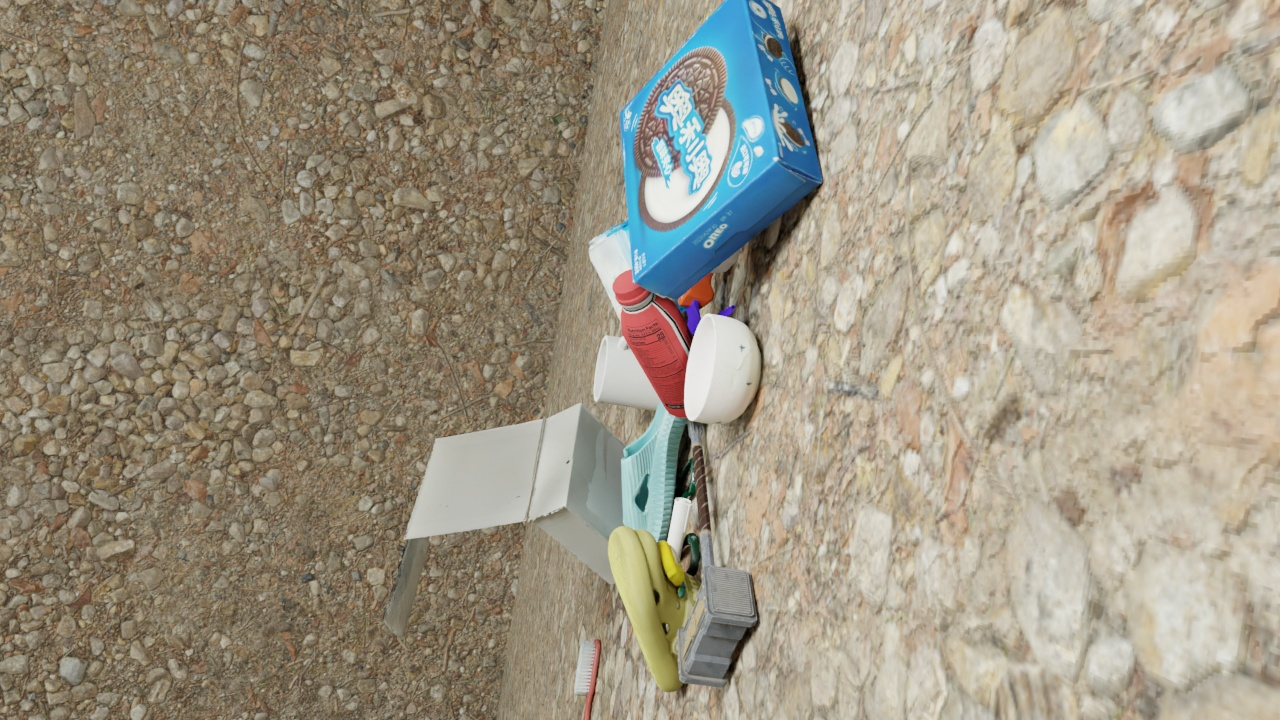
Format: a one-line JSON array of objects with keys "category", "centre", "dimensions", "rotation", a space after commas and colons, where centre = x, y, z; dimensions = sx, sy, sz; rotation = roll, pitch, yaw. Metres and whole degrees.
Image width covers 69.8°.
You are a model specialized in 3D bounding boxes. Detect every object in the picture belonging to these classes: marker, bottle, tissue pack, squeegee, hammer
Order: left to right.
[{"category": "tissue pack", "centre": [0.000, -0.108, 1.168], "dimensions": [0.144, 0.093, 0.061], "rotation": [64, -162, 7]}, {"category": "bottle", "centre": [0.022, -0.018, 0.934], "dimensions": [0.062, 0.062, 0.177], "rotation": [-93, -21, -48]}, {"category": "marker", "centre": [0.035, 0.210, 0.970], "dimensions": [0.020, 0.017, 0.133], "rotation": [19, 104, 40]}, {"category": "hammer", "centre": [0.062, 0.151, 0.896], "dimensions": [0.321, 0.044, 0.099], "rotation": [-91, 14, -54]}, {"category": "squeegee", "centre": [0.072, -0.116, 1.012], "dimensions": [0.250, 0.055, 0.184], "rotation": [152, 136, -75]}]

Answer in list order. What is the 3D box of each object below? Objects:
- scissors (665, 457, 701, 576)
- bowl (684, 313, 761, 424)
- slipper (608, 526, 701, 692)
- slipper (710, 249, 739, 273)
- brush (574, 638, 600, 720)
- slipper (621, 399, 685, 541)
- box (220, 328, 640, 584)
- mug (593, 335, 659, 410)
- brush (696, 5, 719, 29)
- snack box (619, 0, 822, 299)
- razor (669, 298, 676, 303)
[{"category": "scissors", "centre": [0.037, 0.222, 1.030], "dimensions": [0.154, 0.015, 0.210], "rotation": [-97, 19, -52]}, {"category": "bowl", "centre": [0.080, 0.011, 0.866], "dimensions": [0.105, 0.054, 0.105], "rotation": [-171, 91, -81]}, {"category": "slipper", "centre": [0.026, 0.245, 0.913], "dimensions": [0.091, 0.081, 0.191], "rotation": [-120, 13, -64]}, {"category": "slipper", "centre": [0.088, -0.202, 0.940], "dimensions": [0.112, 0.074, 0.246], "rotation": [145, 136, -62]}, {"category": "brush", "centre": [-0.088, 0.519, 1.423], "dimensions": [0.041, 0.030, 0.172], "rotation": [158, 119, -79]}, {"category": "slipper", "centre": [0.013, 0.108, 1.067], "dimensions": [0.116, 0.069, 0.276], "rotation": [165, 118, -88]}, {"category": "box", "centre": [-0.215, 0.121, 1.101], "dimensions": [0.166, 0.506, 0.149], "rotation": [-84, 13, -47]}, {"category": "mug", "centre": [-0.007, 0.007, 1.238], "dimensions": [0.090, 0.090, 0.122], "rotation": [-91, 14, -44]}, {"category": "brush", "centre": [0.096, -0.372, 1.087], "dimensions": [0.136, 0.055, 0.075], "rotation": [-132, 56, -77]}, {"category": "snack box", "centre": [0.064, -0.205, 0.868], "dimensions": [0.196, 0.056, 0.238], "rotation": [-38, 45, 40]}, {"category": "razor", "centre": [0.042, -0.110, 1.096], "dimensions": [0.088, 0.047, 0.116], "rotation": [-16, -59, -63]}]
